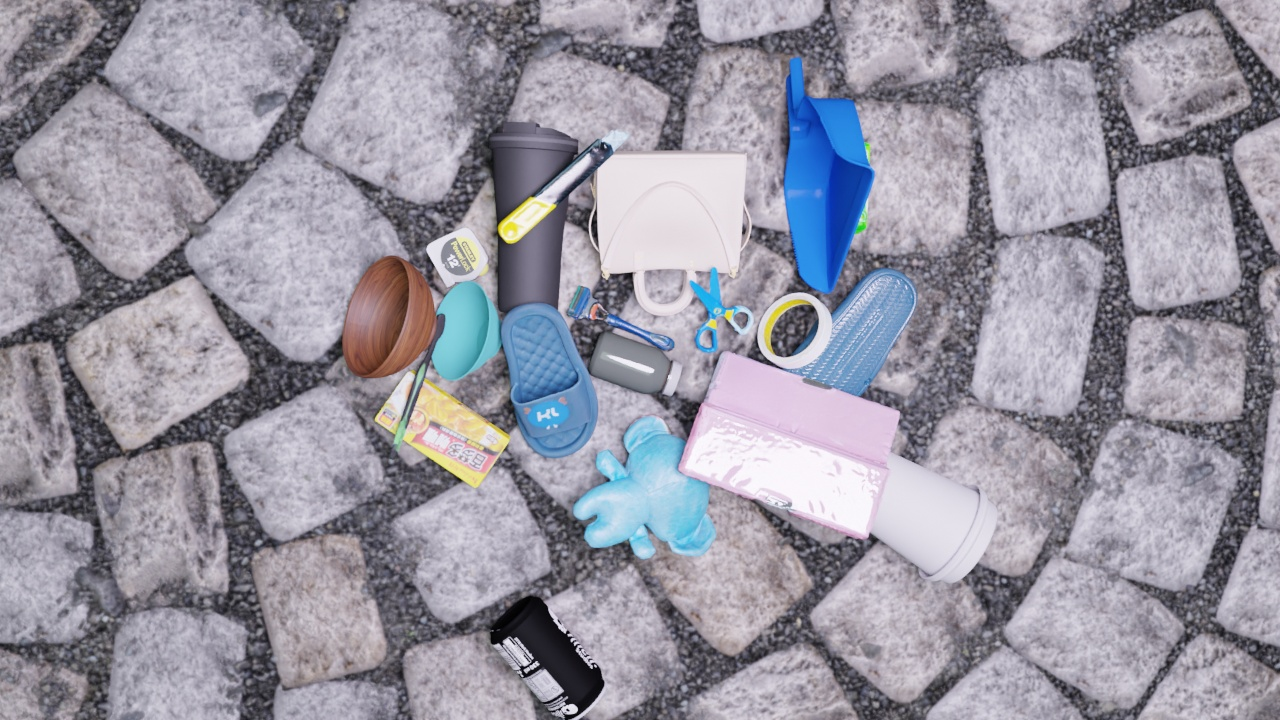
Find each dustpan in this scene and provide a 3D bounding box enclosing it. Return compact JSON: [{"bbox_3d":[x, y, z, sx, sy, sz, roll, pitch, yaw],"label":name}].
[{"bbox_3d":[0.208,-0.250,1.075,0.059,0.246,0.257,1,64,1],"label":"dustpan"}]

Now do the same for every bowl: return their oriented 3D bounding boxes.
[{"bbox_3d":[-0.200,-0.032,1.110,0.046,0.121,0.121,14,94,-44],"label":"bowl"},{"bbox_3d":[-0.285,-0.044,1.090,0.068,0.147,0.147,18,93,-43],"label":"bowl"}]

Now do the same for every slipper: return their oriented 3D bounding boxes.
[{"bbox_3d":[0.260,-0.021,1.143,0.104,0.059,0.214,36,105,-10],"label":"slipper"},{"bbox_3d":[-0.108,0.030,1.098,0.104,0.059,0.214,-10,120,0],"label":"slipper"}]

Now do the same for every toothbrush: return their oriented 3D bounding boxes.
[{"bbox_3d":[-0.272,0.031,1.114,0.014,0.017,0.188,19,90,-31],"label":"toothbrush"}]

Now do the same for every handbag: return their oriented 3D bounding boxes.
[{"bbox_3d":[0.035,-0.152,1.111,0.194,0.101,0.198,-1,106,-3],"label":"handbag"}]

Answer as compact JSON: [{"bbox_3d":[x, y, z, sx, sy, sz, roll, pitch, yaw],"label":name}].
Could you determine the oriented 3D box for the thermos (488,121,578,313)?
[{"bbox_3d":[-0.130,-0.167,1.094,0.106,0.106,0.219,2,99,-3],"label":"thermos"}]

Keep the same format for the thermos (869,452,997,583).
[{"bbox_3d":[0.309,0.169,1.132,0.222,0.131,0.131,30,92,3],"label":"thermos"}]

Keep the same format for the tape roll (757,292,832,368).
[{"bbox_3d":[0.188,-0.037,1.124,0.019,0.094,0.094,29,92,-45],"label":"tape roll"}]

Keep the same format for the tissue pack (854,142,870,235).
[{"bbox_3d":[0.257,-0.205,1.111,0.034,0.099,0.114,0,93,8],"label":"tissue pack"}]

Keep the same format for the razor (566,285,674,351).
[{"bbox_3d":[-0.022,-0.044,1.145,0.141,0.018,0.043,26,75,-7],"label":"razor"}]

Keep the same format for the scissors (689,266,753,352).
[{"bbox_3d":[0.101,-0.066,1.120,0.097,0.020,0.133,-19,131,-14],"label":"scissors"}]

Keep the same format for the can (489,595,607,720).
[{"bbox_3d":[-0.114,0.369,1.138,0.080,0.080,0.146,-39,95,0],"label":"can"}]

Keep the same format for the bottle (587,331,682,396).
[{"bbox_3d":[-0.007,0.007,1.128,0.108,0.060,0.060,19,93,-4],"label":"bottle"}]

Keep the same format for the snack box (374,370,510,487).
[{"bbox_3d":[-0.244,0.085,1.138,0.152,0.025,0.075,35,91,-5],"label":"snack box"}]

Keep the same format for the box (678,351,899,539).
[{"bbox_3d":[0.179,0.092,1.077,0.233,0.051,0.180,18,69,7],"label":"box"}]

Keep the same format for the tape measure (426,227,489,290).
[{"bbox_3d":[-0.223,-0.125,1.129,0.065,0.017,0.064,-29,95,-1],"label":"tape measure"}]

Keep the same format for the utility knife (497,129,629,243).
[{"bbox_3d":[-0.086,-0.200,1.036,0.186,0.020,0.029,-40,111,0],"label":"utility knife"}]

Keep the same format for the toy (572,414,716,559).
[{"bbox_3d":[0.002,0.169,1.118,0.180,0.115,0.183,-23,86,-22],"label":"toy"}]
